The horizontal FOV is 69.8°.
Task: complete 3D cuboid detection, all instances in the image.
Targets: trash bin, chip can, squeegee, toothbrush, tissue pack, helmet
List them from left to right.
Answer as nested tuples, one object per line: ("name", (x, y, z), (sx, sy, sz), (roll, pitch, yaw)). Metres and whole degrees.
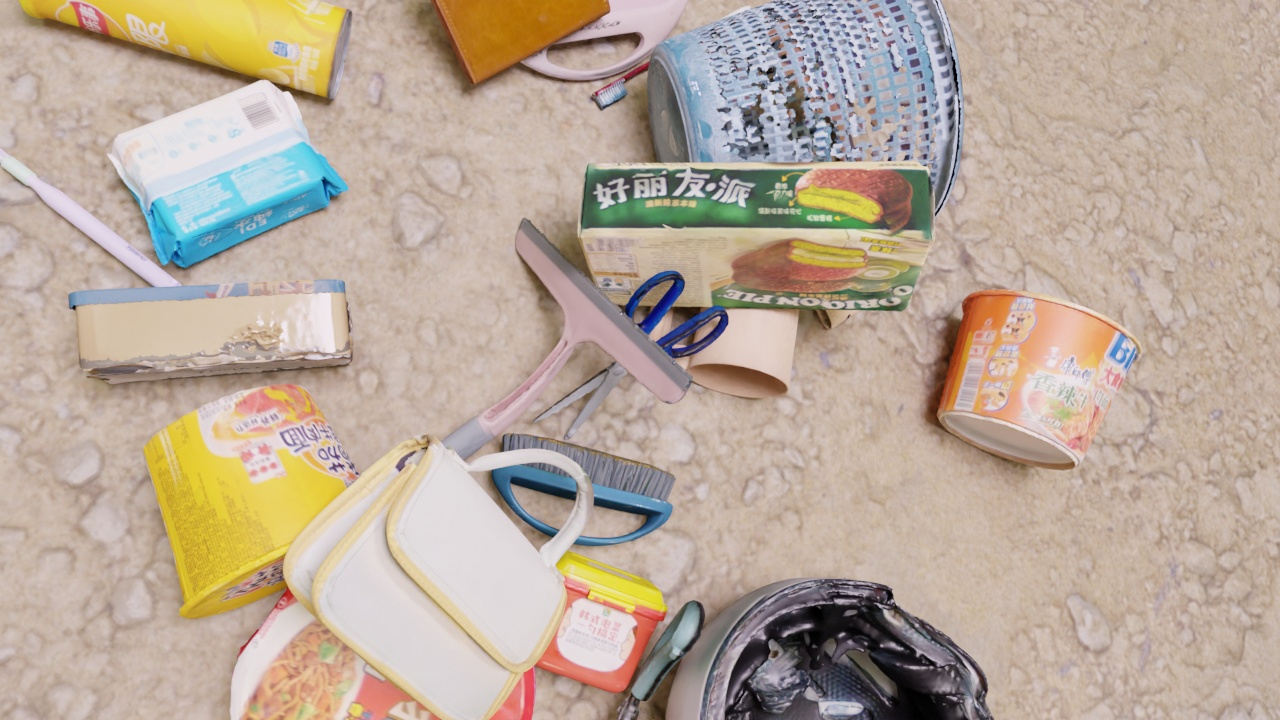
("toothbrush", (-0.397, -0.107, 0.643), (0.189, 0.021, 0.029), (40, 29, -4))
("chip can", (-0.327, -0.255, 0.674), (0.213, 0.072, 0.072), (14, 75, -16))
("tissue pack", (-0.296, -0.133, 0.661), (0.139, 0.063, 0.090), (-31, 88, -22))
("squeegee", (-0.112, 0.040, 0.672), (0.249, 0.247, 0.040), (-43, 138, -1))
("toothbrush", (0.033, -0.274, 0.821), (0.187, 0.016, 0.017), (-36, 99, -21))
("trash bin", (0.115, -0.197, 0.742), (0.195, 0.227, 0.226), (-13, 83, -7))
("helmet", (0.124, 0.280, 0.661), (0.274, 0.157, 0.229), (47, 67, -15))

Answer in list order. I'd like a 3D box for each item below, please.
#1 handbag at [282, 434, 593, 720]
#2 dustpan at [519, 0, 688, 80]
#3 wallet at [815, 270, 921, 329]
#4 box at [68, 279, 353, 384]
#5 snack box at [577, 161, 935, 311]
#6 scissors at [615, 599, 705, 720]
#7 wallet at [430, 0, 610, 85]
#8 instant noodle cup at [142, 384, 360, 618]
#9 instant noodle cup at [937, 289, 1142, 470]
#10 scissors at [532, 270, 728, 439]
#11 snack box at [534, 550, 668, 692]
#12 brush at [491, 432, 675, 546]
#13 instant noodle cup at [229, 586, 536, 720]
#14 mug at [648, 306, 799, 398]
("handbag", (-0.102, 0.119, 0.568), (0.178, 0.063, 0.163), (-48, 125, -22))
("dustpan", (-0.043, -0.373, 0.720), (0.222, 0.274, 0.138), (-17, 59, -17))
("wallet", (0.192, -0.091, 0.830), (0.115, 0.024, 0.087), (-29, 93, -20))
("box", (-0.291, -0.019, 0.626), (0.184, 0.090, 0.059), (-3, 86, -20))
("snack box", (0.081, -0.087, 0.667), (0.240, 0.114, 0.063), (1, 68, 8))
("scissors", (0.001, 0.231, 0.617), (0.019, 0.170, 0.180), (28, 104, 3))
("wallet", (-0.098, -0.294, 0.705), (0.130, 0.035, 0.119), (-31, 127, -9))
("instant noodle cup", (-0.248, 0.088, 0.600), (0.137, 0.138, 0.109), (-24, 78, -21))
("instant noodle cup", (0.333, 0.021, 0.791), (0.151, 0.151, 0.111), (26, 80, -11))
("scissors", (-0.010, -0.004, 0.686), (0.165, 0.157, 0.012), (-18, 50, -13))
("snack box", (-0.036, 0.190, 0.669), (0.091, 0.082, 0.080), (23, 82, -9))
("brush", (-0.044, 0.102, 0.696), (0.143, 0.055, 0.073), (17, 73, -14))
("instant noodle cup", (-0.172, 0.223, 0.626), (0.193, 0.066, 0.193), (4, 79, -18))
("mug", (0.068, -0.034, 0.755), (0.125, 0.084, 0.103), (9, 73, 9))
